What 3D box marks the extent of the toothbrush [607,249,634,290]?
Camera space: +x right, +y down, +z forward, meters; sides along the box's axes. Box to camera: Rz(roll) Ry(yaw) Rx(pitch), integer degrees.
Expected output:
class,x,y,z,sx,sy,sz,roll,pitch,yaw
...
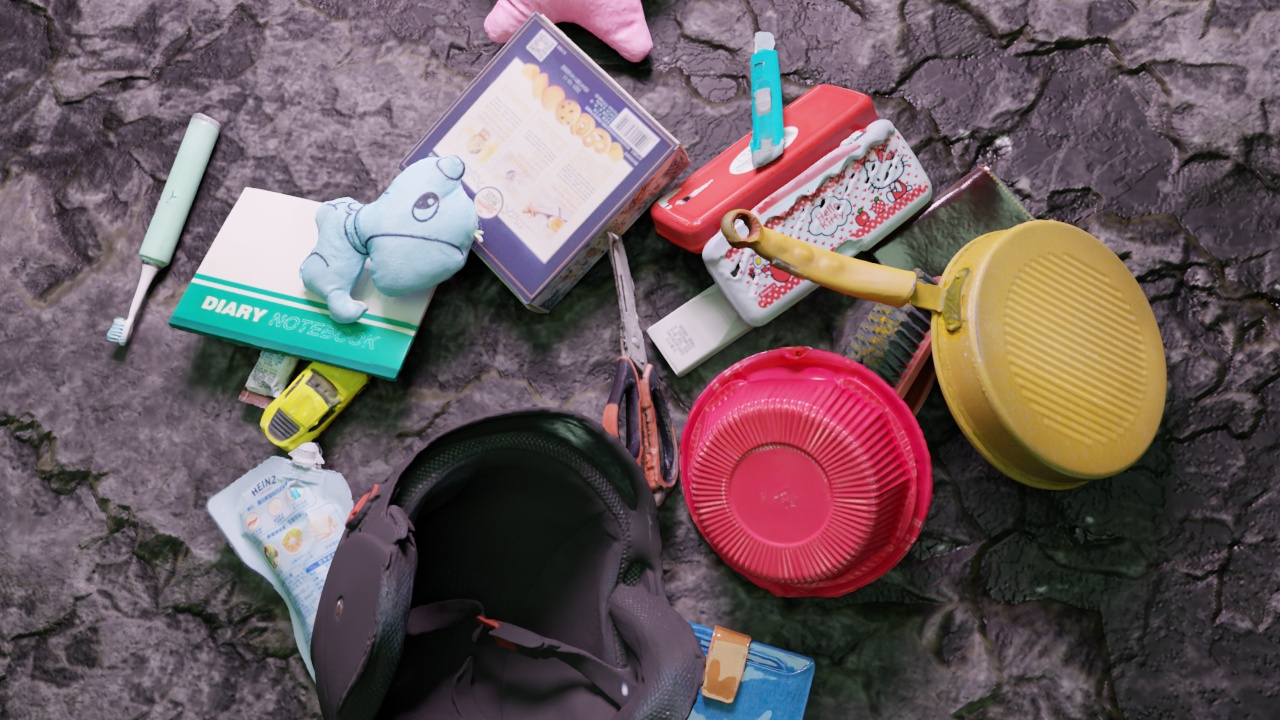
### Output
class,x,y,z,sx,sy,sz,roll,pitch,yaw
toothbrush,-0.040,-0.142,0.796,0.021,0.029,0.189,-11,74,-35

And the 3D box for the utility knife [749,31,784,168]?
class,x,y,z,sx,sy,sz,roll,pitch,yaw
utility knife,0.103,-0.224,0.767,0.029,0.013,0.179,-9,51,16

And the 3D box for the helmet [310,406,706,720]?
class,x,y,z,sx,sy,sz,roll,pitch,yaw
helmet,-0.102,0.171,0.629,0.233,0.231,0.274,26,67,-25

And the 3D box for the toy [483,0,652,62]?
class,x,y,z,sx,sy,sz,roll,pitch,yaw
toy,-0.065,-0.364,0.816,0.195,0.074,0.178,12,94,7

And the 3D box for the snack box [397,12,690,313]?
class,x,y,z,sx,sy,sz,roll,pitch,yaw
snack box,-0.084,-0.167,0.777,0.182,0.045,0.178,-45,76,8

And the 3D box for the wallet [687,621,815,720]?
class,x,y,z,sx,sy,sz,roll,pitch,yaw
wallet,0.056,0.255,0.688,0.133,0.040,0.106,15,84,9

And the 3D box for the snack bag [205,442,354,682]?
class,x,y,z,sx,sy,sz,roll,pitch,yaw
snack bag,-0.262,0.163,0.739,0.110,0.038,0.191,-36,80,12

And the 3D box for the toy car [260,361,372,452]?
class,x,y,z,sx,sy,sz,roll,pitch,yaw
toy car,-0.271,0.029,0.769,0.048,0.032,0.105,43,77,-7

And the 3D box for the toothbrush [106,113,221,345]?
class,x,y,z,sx,sy,sz,roll,pitch,yaw
toothbrush,-0.432,-0.120,0.834,0.027,0.026,0.224,18,80,-12

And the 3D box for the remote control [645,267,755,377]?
class,x,y,z,sx,sy,sz,roll,pitch,yaw
remote control,0.069,-0.040,0.758,0.125,0.024,0.049,-35,74,-1

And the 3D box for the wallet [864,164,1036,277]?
class,x,y,z,sx,sy,sz,roll,pitch,yaw
wallet,0.261,-0.090,0.750,0.122,0.020,0.096,-36,76,0

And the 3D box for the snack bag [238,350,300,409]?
class,x,y,z,sx,sy,sz,roll,pitch,yaw
snack bag,-0.308,-0.008,0.794,0.048,0.026,0.104,16,81,10

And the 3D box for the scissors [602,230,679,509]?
class,x,y,z,sx,sy,sz,roll,pitch,yaw
scissors,-0.012,0.001,0.719,0.015,0.191,0.207,-15,115,32

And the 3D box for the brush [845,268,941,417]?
class,x,y,z,sx,sy,sz,roll,pitch,yaw
brush,0.201,-0.001,0.713,0.069,0.063,0.146,33,88,-22

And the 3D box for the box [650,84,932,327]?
class,x,y,z,sx,sy,sz,roll,pitch,yaw
box,0.122,-0.135,0.741,0.201,0.074,0.154,-37,67,-10

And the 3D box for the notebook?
class,x,y,z,sx,sy,sz,roll,pitch,yaw
notebook,-0.280,-0.070,0.794,0.209,0.012,0.150,13,64,9

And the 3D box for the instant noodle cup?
class,x,y,z,sx,sy,sz,roll,pitch,yaw
instant noodle cup,0.109,0.090,0.665,0.194,0.065,0.194,4,101,22

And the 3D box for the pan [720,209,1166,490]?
class,x,y,z,sx,sy,sz,roll,pitch,yaw
pan,0.224,-0.034,0.659,0.357,0.078,0.197,24,68,-18

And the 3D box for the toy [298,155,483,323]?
class,x,y,z,sx,sy,sz,roll,pitch,yaw
toy,-0.201,-0.100,0.755,0.156,0.049,0.161,19,90,13
